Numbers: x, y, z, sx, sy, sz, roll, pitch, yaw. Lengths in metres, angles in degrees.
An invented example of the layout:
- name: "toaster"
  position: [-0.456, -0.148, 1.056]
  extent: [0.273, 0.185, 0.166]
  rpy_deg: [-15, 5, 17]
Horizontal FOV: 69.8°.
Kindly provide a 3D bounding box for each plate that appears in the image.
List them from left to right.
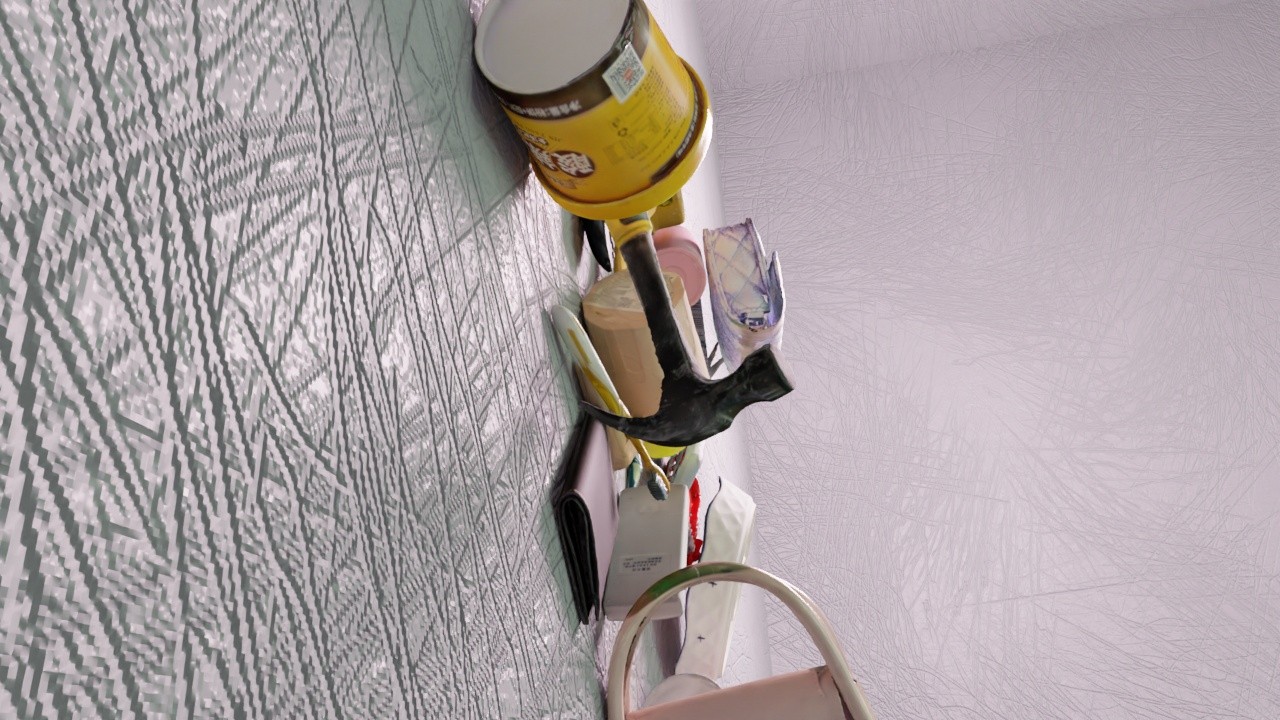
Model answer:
- name: "plate"
  position: [0.077, 0.221, 0.906]
  extent: [0.204, 0.045, 0.205]
  rpy_deg: [13, 89, -80]

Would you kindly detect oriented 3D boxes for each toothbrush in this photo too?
- name: "toothbrush"
  position: [-0.018, 0.035, 0.637]
  extent: [0.018, 0.016, 0.191]
  rpy_deg: [-84, 153, -49]
- name: "toothbrush"
  position: [-0.001, 0.090, 0.794]
  extent: [0.191, 0.018, 0.016]
  rpy_deg: [-86, 166, -51]

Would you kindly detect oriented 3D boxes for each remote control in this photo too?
- name: "remote control"
  position: [-0.035, -0.127, 0.730]
  extent: [0.053, 0.024, 0.136]
  rpy_deg: [81, 5, -52]
- name: "remote control"
  position: [0.007, 0.140, 0.686]
  extent: [0.134, 0.056, 0.019]
  rpy_deg: [-82, 163, -60]

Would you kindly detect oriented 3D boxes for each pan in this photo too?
- name: "pan"
  position: [-0.003, -0.169, 0.860]
  extent: [0.356, 0.078, 0.198]
  rpy_deg: [-100, 176, -47]

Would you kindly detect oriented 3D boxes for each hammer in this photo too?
- name: "hammer"
  position: [-0.012, -0.092, 0.591]
  extent: [0.032, 0.126, 0.323]
  rpy_deg: [27, 39, -55]

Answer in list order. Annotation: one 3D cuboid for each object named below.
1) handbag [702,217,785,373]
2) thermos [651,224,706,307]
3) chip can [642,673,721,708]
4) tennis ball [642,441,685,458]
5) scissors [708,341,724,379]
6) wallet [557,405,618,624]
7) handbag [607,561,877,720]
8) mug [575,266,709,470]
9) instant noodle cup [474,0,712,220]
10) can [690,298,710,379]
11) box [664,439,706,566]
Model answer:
- name: "handbag"
  position: [0.116, -0.063, 1.004]
  extent: [0.194, 0.075, 0.134]
  rpy_deg: [67, 11, -72]
- name: "thermos"
  position: [0.041, -0.099, 0.994]
  extent: [0.087, 0.067, 0.198]
  rpy_deg: [50, 11, -11]
- name: "chip can"
  position: [0.056, 0.344, 0.784]
  extent: [0.215, 0.071, 0.071]
  rpy_deg: [73, 13, -47]
- name: "tennis ball"
  position: [0.014, 0.050, 0.771]
  extent: [0.065, 0.065, 0.065]
  rpy_deg: [-6, 89, -81]
- name: "scissors"
  position: [0.069, 0.020, 1.101]
  extent: [0.132, 0.012, 0.173]
  rpy_deg: [-117, -152, -52]
- name: "wallet"
  position: [-0.030, 0.098, 0.605]
  extent: [0.122, 0.020, 0.096]
  rpy_deg: [-77, 162, -67]
- name: "handbag"
  position: [0.066, 0.244, 0.608]
  extent: [0.093, 0.193, 0.234]
  rpy_deg: [-55, 129, -86]
- name: "mug"
  position: [-0.004, 0.004, 0.695]
  extent: [0.124, 0.084, 0.104]
  rpy_deg: [-54, 142, -37]
- name: "instant noodle cup"
  position: [-0.028, -0.160, 0.532]
  extent: [0.114, 0.119, 0.118]
  rpy_deg: [47, 36, -62]
- name: "can"
  position: [0.048, 0.000, 1.046]
  extent: [0.058, 0.058, 0.146]
  rpy_deg: [24, 60, -79]
- name: "box"
  position: [0.044, 0.129, 0.926]
  extent: [0.200, 0.058, 0.161]
  rpy_deg: [-65, 162, -72]
